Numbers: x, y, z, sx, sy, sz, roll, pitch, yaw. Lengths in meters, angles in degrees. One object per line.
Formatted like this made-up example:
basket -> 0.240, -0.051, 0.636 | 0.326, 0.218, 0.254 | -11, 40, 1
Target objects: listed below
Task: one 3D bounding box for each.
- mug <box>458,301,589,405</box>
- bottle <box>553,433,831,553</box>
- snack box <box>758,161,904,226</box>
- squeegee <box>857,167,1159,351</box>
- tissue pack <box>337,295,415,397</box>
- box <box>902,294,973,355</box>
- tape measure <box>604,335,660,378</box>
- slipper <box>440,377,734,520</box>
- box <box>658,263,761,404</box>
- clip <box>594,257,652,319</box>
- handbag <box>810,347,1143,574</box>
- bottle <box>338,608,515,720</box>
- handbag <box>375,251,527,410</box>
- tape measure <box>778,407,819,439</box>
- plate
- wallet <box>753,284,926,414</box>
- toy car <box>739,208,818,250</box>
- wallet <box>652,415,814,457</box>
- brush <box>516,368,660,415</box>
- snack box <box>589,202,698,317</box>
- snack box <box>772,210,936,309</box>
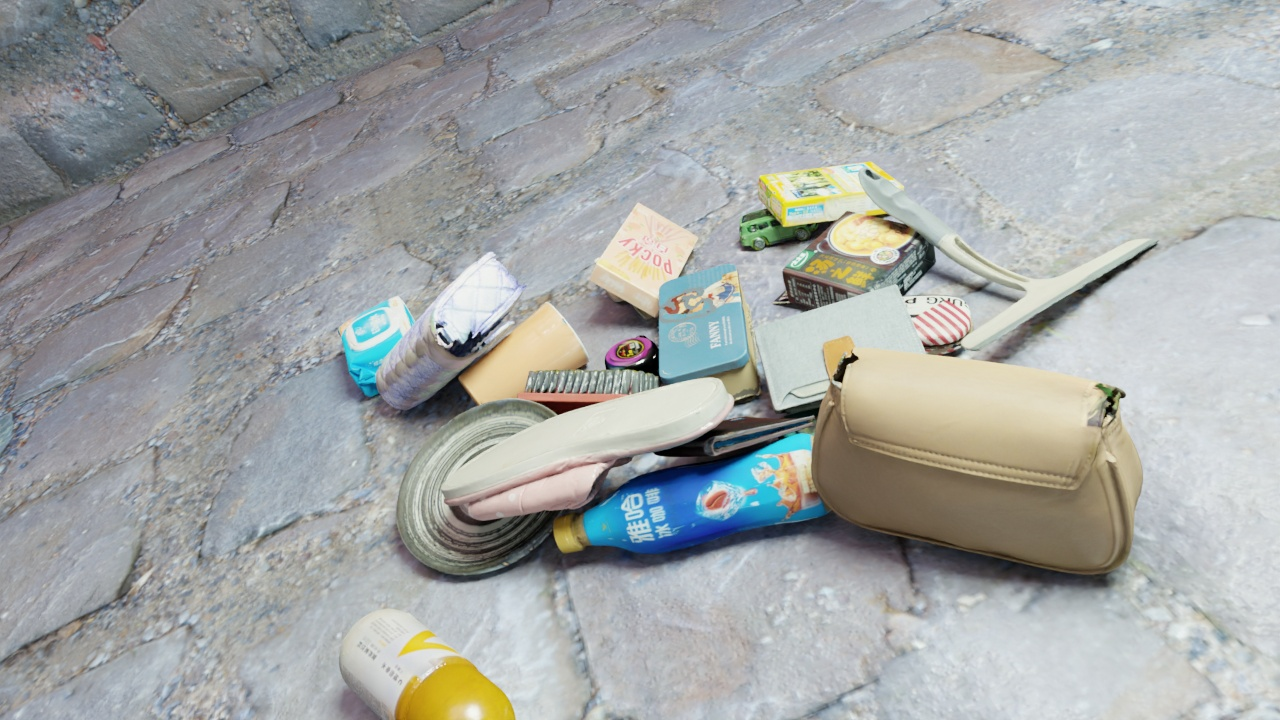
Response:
mug -> -0.125, 0.005, 0.962 | 0.122, 0.078, 0.078 | -37, 36, -10
bottle -> 0.037, 0.112, 0.719 | 0.219, 0.065, 0.065 | -15, 35, 13
snack box -> 0.210, -0.187, 1.022 | 0.140, 0.034, 0.086 | -7, 32, -10
squeegee -> 0.290, -0.111, 0.848 | 0.246, 0.039, 0.246 | -27, 49, -25
tissue pack -> -0.314, -0.020, 1.115 | 0.090, 0.063, 0.140 | -29, 34, -8
box -> 0.214, -0.022, 0.826 | 0.164, 0.057, 0.070 | -4, 23, 24
tape measure -> -0.005, 0.005, 0.917 | 0.057, 0.039, 0.057 | -27, 33, -14
slipper -> -0.045, 0.079, 0.742 | 0.275, 0.054, 0.114 | -20, 14, 26
box -> 0.065, -0.019, 0.890 | 0.090, 0.060, 0.184 | -17, 32, 11
clip -> -0.018, -0.092, 1.035 | 0.035, 0.092, 0.103 | -29, 23, -10
handbag -> 0.218, 0.058, 0.606 | 0.205, 0.148, 0.099 | 10, 47, 27
bottle -> -0.145, 0.240, 0.650 | 0.190, 0.068, 0.067 | 17, 51, 44
handbag -> -0.202, -0.026, 0.978 | 0.133, 0.075, 0.194 | -51, 10, -35
tape measure -> 0.143, 0.059, 0.764 | 0.054, 0.025, 0.058 | -28, 35, -5
plate -> -0.137, 0.115, 0.832 | 0.180, 0.024, 0.179 | -12, 50, 15
wallet -> 0.166, -0.009, 0.772 | 0.130, 0.037, 0.106 | -17, 44, 10
toy car -> 0.156, -0.154, 1.043 | 0.091, 0.036, 0.043 | -8, 35, 16
wallet -> 0.072, 0.061, 0.744 | 0.096, 0.020, 0.122 | -15, 0, -19
brush -> -0.043, 0.047, 0.868 | 0.146, 0.063, 0.069 | -1, 70, 29
snack box -> 0.007, -0.115, 1.027 | 0.084, 0.026, 0.156 | 30, 38, -2
snack box -> 0.210, -0.093, 0.918 | 0.126, 0.053, 0.113 | 24, 56, 42
